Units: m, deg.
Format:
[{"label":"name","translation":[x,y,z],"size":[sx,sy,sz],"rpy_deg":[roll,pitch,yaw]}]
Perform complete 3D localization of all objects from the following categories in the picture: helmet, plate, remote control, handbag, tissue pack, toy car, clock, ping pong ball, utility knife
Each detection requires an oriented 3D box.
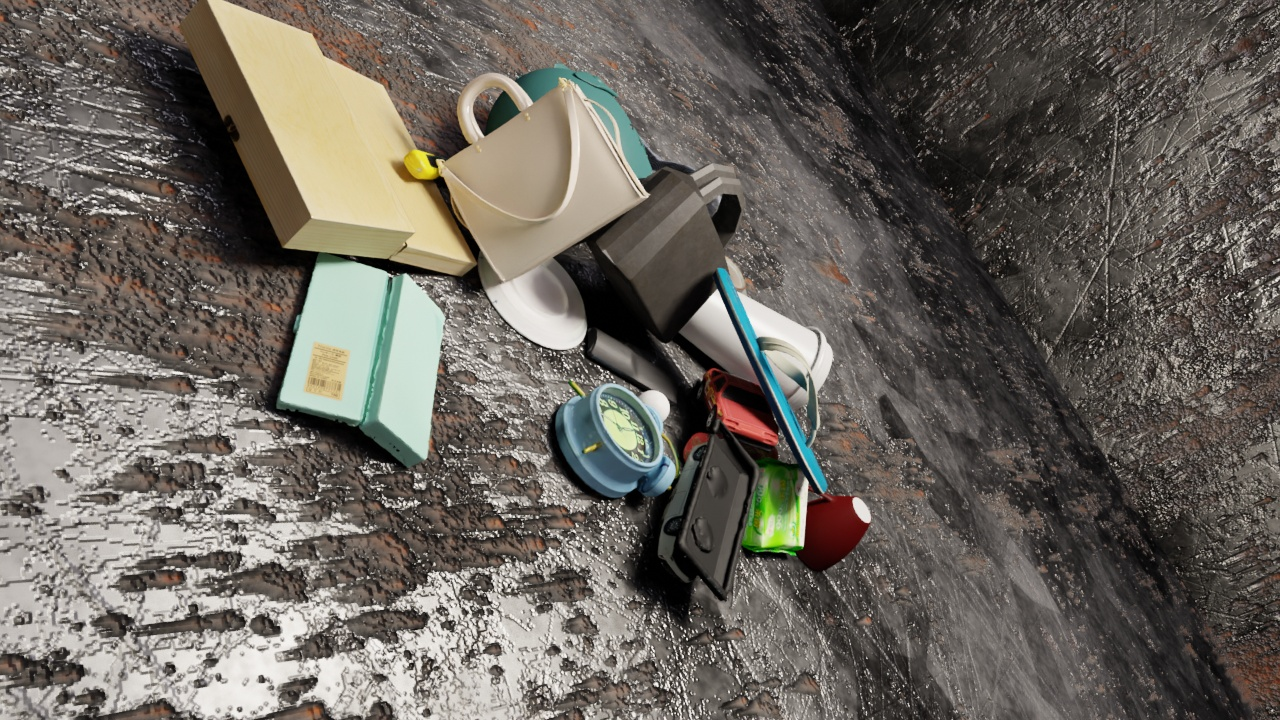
[{"label":"helmet","translation":[-0.086,-0.265,1.139],"size":[0.200,0.177,0.274],"rpy_deg":[58,21,1]},{"label":"plate","translation":[-0.119,-0.081,1.055],"size":[0.157,0.014,0.156],"rpy_deg":[33,35,-28]},{"label":"remote control","translation":[-0.007,0.006,1.107],"size":[0.140,0.021,0.045],"rpy_deg":[32,38,-31]},{"label":"handbag","translation":[0.045,-0.153,1.099],"size":[0.102,0.199,0.197],"rpy_deg":[45,-6,26]},{"label":"tissue pack","translation":[0.165,0.177,1.106],"size":[0.099,0.034,0.114],"rpy_deg":[14,79,-47]},{"label":"toy car","translation":[0.063,0.160,0.981],"size":[0.094,0.071,0.191],"rpy_deg":[53,37,-25]},{"label":"toy car","translation":[0.120,0.058,1.128],"size":[0.081,0.056,0.189],"rpy_deg":[18,16,-8]},{"label":"clock","translation":[-0.019,0.087,0.972],"size":[0.162,0.060,0.118],"rpy_deg":[25,39,-44]},{"label":"ping pong ball","translation":[0.014,0.055,1.064],"size":[0.040,0.040,0.040],"rpy_deg":[33,36,-28]},{"label":"utility knife","translation":[-0.221,-0.212,1.008],"size":[0.029,0.020,0.172],"rpy_deg":[59,9,-6]},{"label":"handbag","translation":[-0.117,-0.212,0.967],"size":[0.198,0.195,0.101],"rpy_deg":[59,11,-6]}]

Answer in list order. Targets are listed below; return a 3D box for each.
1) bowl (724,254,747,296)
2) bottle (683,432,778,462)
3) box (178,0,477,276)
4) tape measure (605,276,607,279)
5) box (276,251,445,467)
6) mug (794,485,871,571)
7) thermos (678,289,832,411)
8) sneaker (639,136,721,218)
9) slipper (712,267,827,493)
[{"label":"bowl","translation":[0.114,-0.115,1.355],"size":[0.150,0.057,0.150],"rpy_deg":[33,36,-29]},{"label":"bottle","translation":[0.109,0.114,1.117],"size":[0.134,0.049,0.071],"rpy_deg":[7,33,-48]},{"label":"box","translation":[-0.289,-0.205,0.893],"size":[0.247,0.068,0.253],"rpy_deg":[61,16,14]},{"label":"tape measure","translation":[-0.024,-0.141,1.196],"size":[0.020,0.060,0.062],"rpy_deg":[20,40,-42]},{"label":"box","translation":[-0.236,-0.010,0.806],"size":[0.138,0.052,0.186],"rpy_deg":[36,33,-36]},{"label":"mug","translation":[0.237,0.199,1.163],"size":[0.114,0.089,0.086],"rpy_deg":[49,31,-5]},{"label":"thermos","translation":[0.142,-0.032,1.253],"size":[0.222,0.132,0.131],"rpy_deg":[32,36,-17]},{"label":"sneaker","translation":[0.054,-0.214,1.304],"size":[0.150,0.097,0.252],"rpy_deg":[35,7,-47]},{"label":"slipper","translation":[0.169,0.016,1.097],"size":[0.118,0.060,0.295],"rpy_deg":[14,51,-82]}]
